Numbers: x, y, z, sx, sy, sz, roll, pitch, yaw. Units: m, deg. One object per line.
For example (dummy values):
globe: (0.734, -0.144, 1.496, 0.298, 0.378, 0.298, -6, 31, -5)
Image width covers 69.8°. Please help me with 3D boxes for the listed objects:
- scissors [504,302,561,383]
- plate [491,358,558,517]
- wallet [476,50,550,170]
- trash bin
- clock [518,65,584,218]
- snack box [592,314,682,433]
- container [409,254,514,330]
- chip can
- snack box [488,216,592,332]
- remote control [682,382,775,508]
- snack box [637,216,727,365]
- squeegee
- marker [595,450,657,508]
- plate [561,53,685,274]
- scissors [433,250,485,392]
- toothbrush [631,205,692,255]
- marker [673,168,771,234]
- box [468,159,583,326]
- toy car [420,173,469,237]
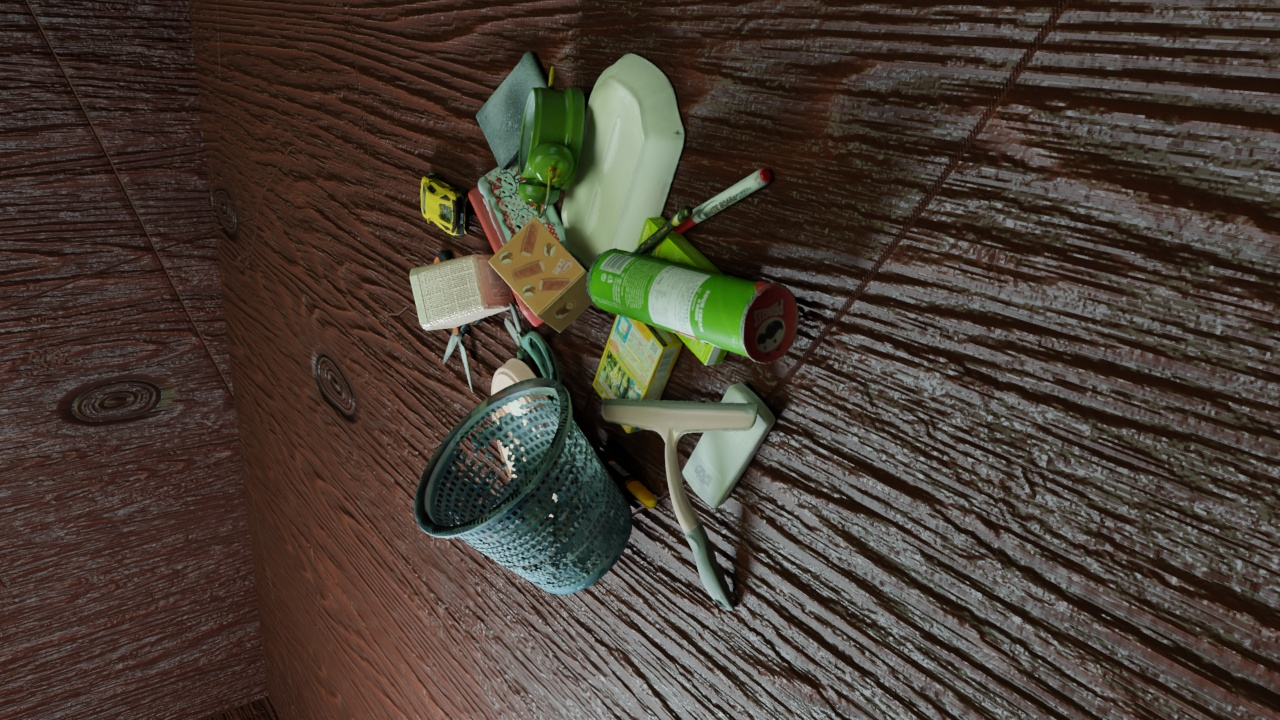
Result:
scissors: (-0.149, 0.013, 1.253, 0.170, 0.019, 0.181, 46, 145, 42)
plate: (-0.160, 0.111, 1.278, 0.229, 0.028, 0.230, 40, 137, 50)
wallet: (-0.155, -0.312, 1.155, 0.121, 0.019, 0.097, -38, 66, 32)
trash bin: (-0.121, 0.166, 1.097, 0.227, 0.226, 0.195, 12, 148, 53)
clock: (-0.104, -0.240, 1.043, 0.116, 0.056, 0.161, 134, 139, -66)
snack box: (-0.006, 0.006, 1.059, 0.087, 0.033, 0.141, 51, 136, 32)
container: (-0.246, -0.099, 1.287, 0.111, 0.090, 0.090, -12, 90, 26)
chip can: (0.043, -0.059, 0.890, 0.236, 0.072, 0.072, 21, 116, 48)
snack box: (-0.110, -0.099, 1.080, 0.094, 0.077, 0.093, 47, -179, 15)
remote control: (0.090, 0.091, 0.957, 0.058, 0.021, 0.150, 48, 136, 25)
snack box: (0.045, -0.075, 0.966, 0.156, 0.026, 0.086, 48, 134, 35)
squeegee: (0.056, 0.164, 0.981, 0.248, 0.040, 0.250, -2, 109, 51)
marker: (-0.020, 0.145, 1.131, 0.124, 0.018, 0.015, 37, 124, 44)
plate: (-0.033, -0.206, 1.029, 0.162, 0.034, 0.266, 51, 137, 33)
scissors: (-0.276, -0.068, 1.421, 0.221, 0.021, 0.233, -26, 77, 55)
toothbrush: (-0.001, -0.120, 0.980, 0.186, 0.017, 0.012, -33, 36, 53)
marker: (0.078, -0.156, 0.906, 0.146, 0.017, 0.017, -22, 82, 55)
box: (-0.141, -0.155, 1.193, 0.201, 0.100, 0.102, 64, -179, 16)
toy car: (-0.302, -0.236, 1.389, 0.156, 0.041, 0.071, 35, 127, 45)
